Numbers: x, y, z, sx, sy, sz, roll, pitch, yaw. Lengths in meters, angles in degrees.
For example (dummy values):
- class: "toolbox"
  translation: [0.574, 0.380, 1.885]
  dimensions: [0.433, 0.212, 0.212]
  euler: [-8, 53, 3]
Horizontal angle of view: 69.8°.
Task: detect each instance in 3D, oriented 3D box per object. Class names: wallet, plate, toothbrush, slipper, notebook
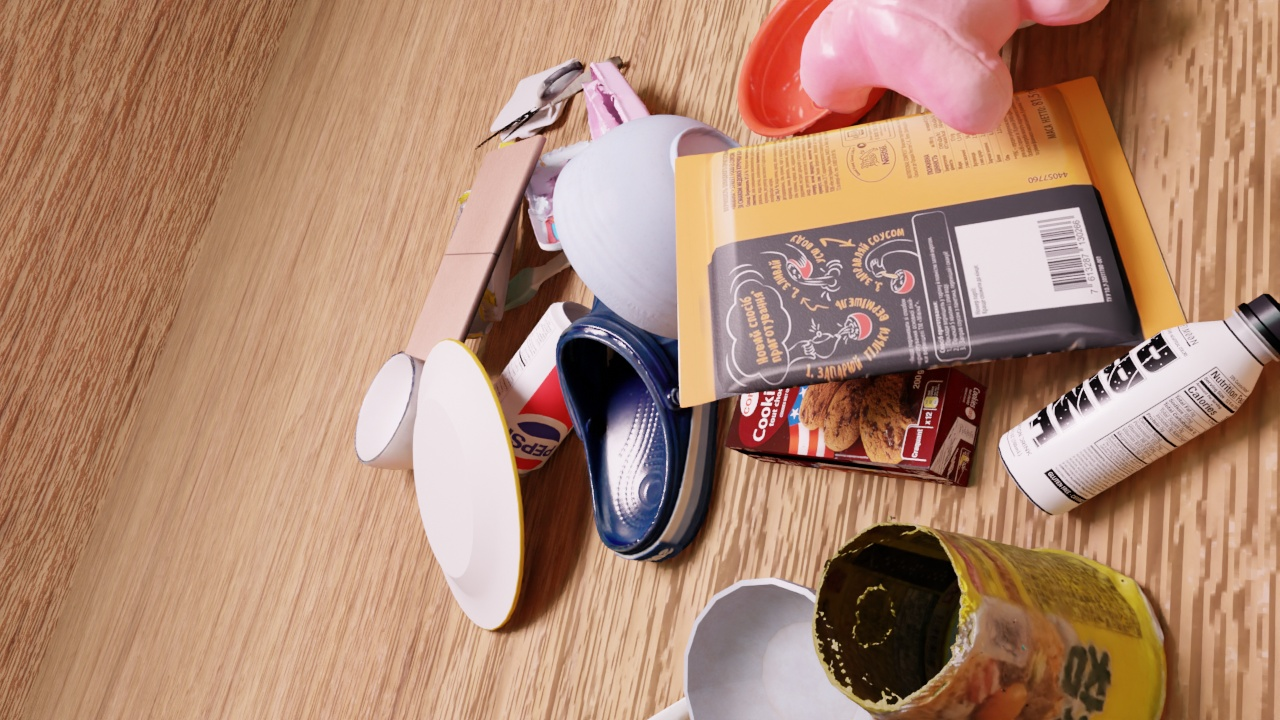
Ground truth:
- class: "wallet"
  translation: [-0.109, -0.276, 0.983]
  dimensions: [0.116, 0.032, 0.086]
  euler: [7, 65, 57]
- class: "plate"
  translation: [-0.147, 0.098, 0.721]
  dimensions: [0.230, 0.021, 0.230]
  euler: [20, 113, 57]
- class: "toothbrush"
  translation: [0.058, 0.172, 0.495]
  dimensions: [0.189, 0.016, 0.017]
  euler: [-42, 51, 31]
- class: "slipper"
  translation: [-0.004, 0.004, 0.608]
  dimensions: [0.105, 0.095, 0.252]
  euler: [-27, 56, 46]
- class: "notebook"
  translation: [-0.150, -0.096, 0.818]
  dimensions: [0.141, 0.008, 0.209]
  euler: [12, 80, 62]

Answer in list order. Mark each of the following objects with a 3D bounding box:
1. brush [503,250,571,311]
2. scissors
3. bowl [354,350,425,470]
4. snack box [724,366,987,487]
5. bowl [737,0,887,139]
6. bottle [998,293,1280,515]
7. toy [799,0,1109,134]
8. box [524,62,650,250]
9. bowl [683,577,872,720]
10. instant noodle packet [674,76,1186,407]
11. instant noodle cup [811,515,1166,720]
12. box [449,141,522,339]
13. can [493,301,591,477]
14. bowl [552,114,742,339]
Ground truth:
- class: "brush"
  translation: [-0.063, -0.093, 0.823]
  dimensions: [0.218, 0.012, 0.033]
  euler: [-26, 51, 42]
- class: "scissors"
  translation: [-0.084, -0.248, 0.871]
  dimensions: [0.169, 0.012, 0.158]
  euler: [-31, 4, -13]
- class: "bowl"
  translation: [-0.225, 0.055, 0.901]
  dimensions: [0.117, 0.065, 0.116]
  euler: [-31, 47, 40]
- class: "snack box"
  translation: [0.110, 0.032, 0.495]
  dimensions: [0.141, 0.031, 0.051]
  euler: [0, 70, 53]
- class: "bowl"
  translation: [0.125, -0.196, 0.601]
  dimensions: [0.131, 0.045, 0.130]
  euler: [-31, 47, 40]
- class: "bottle"
  translation: [0.204, 0.017, 0.370]
  dimensions: [0.116, 0.041, 0.041]
  euler: [-43, 40, 30]
- class: "toy"
  translation: [0.181, -0.206, 0.465]
  dimensions: [0.213, 0.084, 0.142]
  euler: [-43, 36, -11]
- class: "box"
  translation: [-0.051, -0.171, 0.749]
  dimensions: [0.201, 0.103, 0.101]
  euler: [-110, 11, -58]
- class: "bowl"
  translation: [0.074, 0.158, 0.446]
  dimensions: [0.106, 0.039, 0.106]
  euler: [-5, 82, 40]
- class: "instant noodle packet"
  translation: [0.125, -0.062, 0.452]
  dimensions: [0.221, 0.032, 0.159]
  euler: [-8, 58, 14]
- class: "instant noodle cup"
  translation: [0.129, 0.108, 0.355]
  dimensions: [0.102, 0.108, 0.102]
  euler: [-34, 43, 40]
- class: "box"
  translation: [-0.163, -0.120, 0.897]
  dimensions: [0.080, 0.084, 0.209]
  euler: [-2, 52, 5]
- class: "can"
  translation: [-0.074, 0.023, 0.714]
  dimensions: [0.132, 0.070, 0.070]
  euler: [-52, 37, 20]
- class: "bowl"
  translation: [0.029, -0.095, 0.565]
  dimensions: [0.075, 0.150, 0.150]
  euler: [-42, 39, 48]
